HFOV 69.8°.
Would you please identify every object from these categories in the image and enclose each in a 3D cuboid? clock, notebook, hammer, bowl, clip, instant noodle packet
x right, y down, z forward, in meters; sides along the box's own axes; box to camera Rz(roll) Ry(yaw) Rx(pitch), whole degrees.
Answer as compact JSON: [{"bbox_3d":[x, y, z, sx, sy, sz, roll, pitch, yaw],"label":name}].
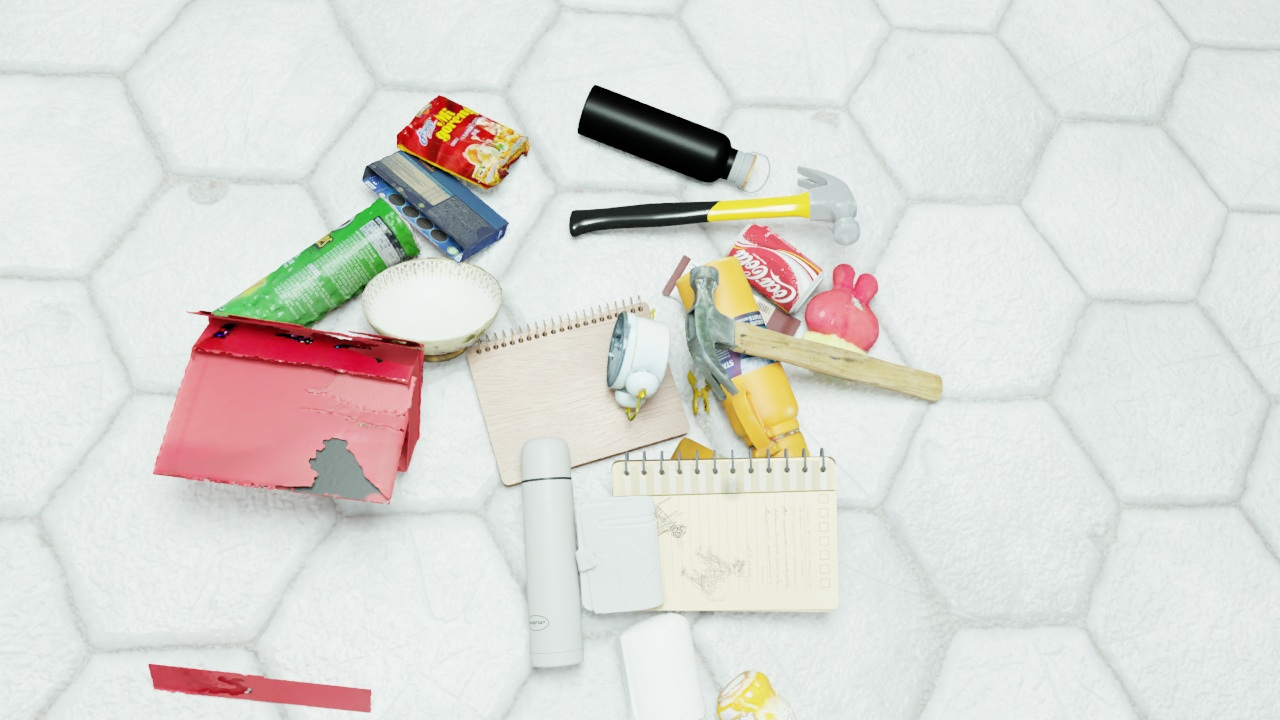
[{"bbox_3d":[-0.006,0.006,0.968,0.057,0.083,0.117,10,72,-12],"label":"clock"},{"bbox_3d":[0.084,0.172,0.924,0.225,0.024,0.167,-2,97,5],"label":"notebook"},{"bbox_3d":[0.194,0.000,0.984,0.330,0.033,0.132,13,65,-25],"label":"hammer"},{"bbox_3d":[-0.219,-0.044,0.974,0.145,0.063,0.145,5,40,-4],"label":"bowl"},{"bbox_3d":[-0.070,0.029,1.007,0.210,0.022,0.169,-15,76,-12],"label":"notebook"},{"bbox_3d":[0.070,0.035,1.014,0.044,0.054,0.050,-32,104,0],"label":"clip"},{"bbox_3d":[-0.201,-0.251,1.056,0.135,0.040,0.098,26,48,2],"label":"instant noodle packet"},{"bbox_3d":[0.079,-0.169,1.044,0.324,0.029,0.126,-3,43,8],"label":"hammer"}]

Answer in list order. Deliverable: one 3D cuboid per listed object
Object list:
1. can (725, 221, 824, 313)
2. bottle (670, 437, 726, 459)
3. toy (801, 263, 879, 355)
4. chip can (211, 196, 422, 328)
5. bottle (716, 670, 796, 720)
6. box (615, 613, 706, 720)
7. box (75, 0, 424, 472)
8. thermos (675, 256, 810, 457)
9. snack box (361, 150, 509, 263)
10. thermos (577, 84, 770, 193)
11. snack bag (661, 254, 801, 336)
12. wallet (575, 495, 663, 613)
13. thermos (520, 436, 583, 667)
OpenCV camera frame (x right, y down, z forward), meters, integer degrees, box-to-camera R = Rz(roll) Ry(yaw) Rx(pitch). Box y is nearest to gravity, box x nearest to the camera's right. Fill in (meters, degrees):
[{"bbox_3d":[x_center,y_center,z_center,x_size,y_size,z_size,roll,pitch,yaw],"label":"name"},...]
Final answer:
[{"bbox_3d":[0.154,-0.107,1.054,0.105,0.064,0.064,39,72,8],"label":"can"},{"bbox_3d":[0.100,0.145,0.967,0.157,0.068,0.067,27,71,2],"label":"bottle"},{"bbox_3d":[0.232,-0.047,1.055,0.091,0.045,0.135,19,76,-11],"label":"toy"},{"bbox_3d":[-0.345,-0.084,0.981,0.223,0.075,0.075,-39,81,-16],"label":"chip can"},{"bbox_3d":[0.126,0.362,0.904,0.063,0.063,0.109,-39,81,-17],"label":"bottle"},{"bbox_3d":[-0.009,0.327,0.892,0.143,0.083,0.137,-9,75,-16],"label":"box"},{"bbox_3d":[-0.299,-0.048,0.748,0.215,0.512,0.140,10,56,-5],"label":"box"},{"bbox_3d":[0.108,0.009,0.997,0.091,0.076,0.232,-16,81,-35],"label":"thermos"},{"bbox_3d":[-0.229,-0.178,1.031,0.150,0.027,0.082,41,42,7],"label":"snack box"},{"bbox_3d":[0.043,-0.257,1.090,0.231,0.061,0.061,21,71,0],"label":"thermos"},{"bbox_3d":[0.105,-0.062,1.061,0.158,0.013,0.057,29,72,2],"label":"snack bag"},{"bbox_3d":[-0.022,0.192,0.908,0.086,0.032,0.116,-8,97,4],"label":"wallet"},{"bbox_3d":[-0.090,0.190,0.925,0.052,0.052,0.224,-3,79,-8],"label":"thermos"}]
